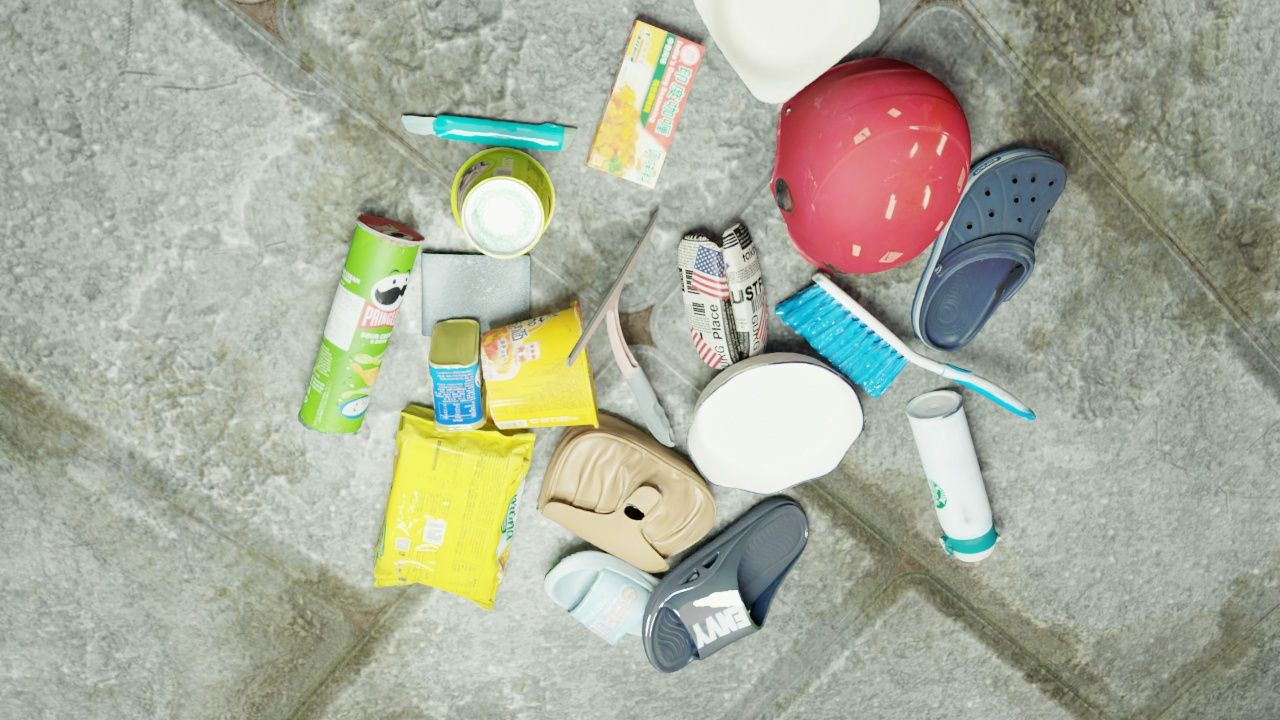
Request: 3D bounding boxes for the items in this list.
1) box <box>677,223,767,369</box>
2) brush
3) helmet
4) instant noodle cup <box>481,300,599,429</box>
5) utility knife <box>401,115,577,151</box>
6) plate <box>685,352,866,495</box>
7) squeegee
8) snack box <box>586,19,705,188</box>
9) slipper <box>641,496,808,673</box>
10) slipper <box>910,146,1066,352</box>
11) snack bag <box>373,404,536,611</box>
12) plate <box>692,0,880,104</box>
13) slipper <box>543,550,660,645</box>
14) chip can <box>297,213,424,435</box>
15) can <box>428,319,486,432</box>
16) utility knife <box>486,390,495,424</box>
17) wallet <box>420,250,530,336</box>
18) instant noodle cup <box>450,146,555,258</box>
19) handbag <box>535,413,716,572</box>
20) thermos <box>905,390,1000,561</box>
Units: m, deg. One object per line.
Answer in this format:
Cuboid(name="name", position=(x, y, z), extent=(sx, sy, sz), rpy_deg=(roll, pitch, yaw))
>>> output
Cuboid(name="box", position=(0.092, -0.072, 1.044), extent=(0.087, 0.075, 0.162), rpy_deg=(0, 116, 25))
Cuboid(name="brush", position=(0.306, 0.005, 1.060), extent=(0.314, 0.060, 0.109), rpy_deg=(39, 100, -5))
Cuboid(name="helmet", position=(0.253, -0.192, 0.969), extent=(0.207, 0.144, 0.240), rpy_deg=(-5, 111, -8))
Cuboid(name="instant noodle cup", position=(-0.108, 0.013, 0.997), extent=(0.110, 0.138, 0.138), rpy_deg=(-9, 110, 0))
Cuboid(name="utility knife", position=(-0.158, -0.241, 0.964), extent=(0.182, 0.013, 0.029), rpy_deg=(4, 105, -10))
Cuboid(name="plate", position=(0.153, 0.071, 1.070), extent=(0.205, 0.045, 0.205), rpy_deg=(-4, 129, -5))
Cuboid(name="squeegee", position=(-0.006, 0.006, 1.012), extent=(0.040, 0.246, 0.250), rpy_deg=(2, 132, 26))
Cuboid(name="snack box", position=(0.004, -0.268, 0.968), extent=(0.077, 0.027, 0.156), rpy_deg=(17, 106, -14))
Cuboid(name="slipper", position=(0.114, 0.268, 1.097), extent=(0.267, 0.083, 0.111), rpy_deg=(-39, 111, -19))
Cuboid(name="slipper", position=(0.390, -0.121, 1.038), extent=(0.105, 0.095, 0.253), rpy_deg=(19, 109, -16))
Cuboid(name="snack bag", position=(-0.221, 0.173, 1.061), extent=(0.158, 0.068, 0.247), rpy_deg=(14, 111, -4))
Cuboid(name="plate", position=(0.148, -0.369, 0.948), extent=(0.164, 0.034, 0.163), rpy_deg=(-37, 110, 6))
Cuboid(name="slipper", position=(-0.011, 0.313, 1.132), extent=(0.245, 0.074, 0.104), rpy_deg=(26, 129, -18))
Cuboid(name="chip can", position=(-0.303, -0.035, 0.987), extent=(0.072, 0.072, 0.236), rpy_deg=(19, 106, -13))
Cuboid(name="can", position=(-0.197, 0.015, 0.992), extent=(0.057, 0.102, 0.083), rpy_deg=(-3, 123, -7))
Cuboid(name="utility knife", position=(-0.181, 0.113, 1.083), extent=(0.033, 0.015, 0.202), rpy_deg=(9, 108, -8))
Cuboid(name="wallet", position=(-0.182, -0.073, 1.019), extent=(0.121, 0.019, 0.097), rpy_deg=(1, 112, -9))
Cuboid(name="instant noodle cup", position=(-0.141, -0.155, 0.938), extent=(0.111, 0.123, 0.112), rpy_deg=(-2, 110, -7))
Cuboid(name="handbag", position=(-0.015, 0.162, 1.077), extent=(0.204, 0.099, 0.148), rpy_deg=(32, 104, -17))
Cuboid(name="thermos", position=(0.390, 0.150, 1.145), extent=(0.073, 0.073, 0.224), rpy_deg=(-22, 111, 0))
